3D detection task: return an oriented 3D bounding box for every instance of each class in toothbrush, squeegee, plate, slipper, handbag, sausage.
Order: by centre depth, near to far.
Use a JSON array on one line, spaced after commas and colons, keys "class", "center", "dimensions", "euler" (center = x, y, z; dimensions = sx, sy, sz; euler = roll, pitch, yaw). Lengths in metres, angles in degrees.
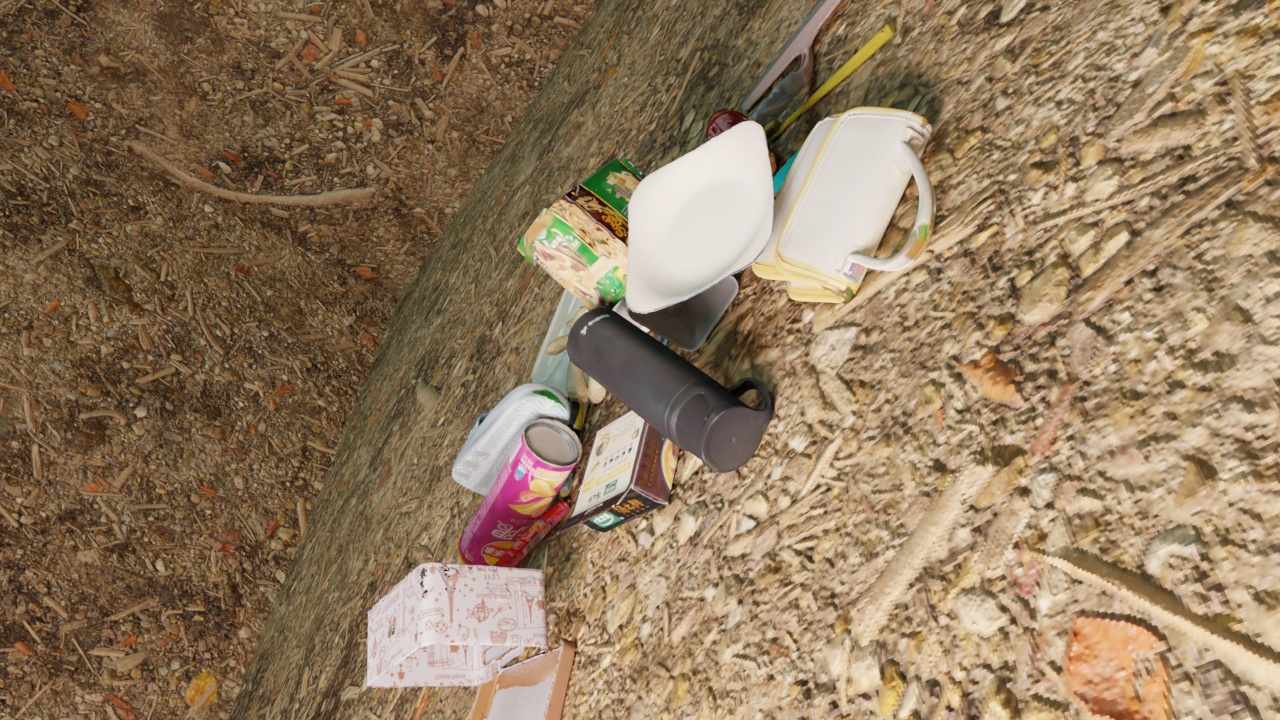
[{"class": "handbag", "center": [0.175, -0.128, 0.743], "dimensions": [0.163, 0.063, 0.179], "euler": [-64, 24, -3]}, {"class": "plate", "center": [0.057, -0.122, 0.828], "dimensions": [0.164, 0.034, 0.164], "euler": [-23, 52, 35]}, {"class": "toothbrush", "center": [0.192, -0.288, 0.960], "dimensions": [0.191, 0.016, 0.015], "euler": [-35, 32, 50]}, {"class": "squeegee", "center": [0.163, -0.307, 0.992], "dimensions": [0.248, 0.040, 0.248], "euler": [-45, 12, 43]}, {"class": "sausage", "center": [-0.125, 0.200, 0.994], "dimensions": [0.155, 0.020, 0.020], "euler": [-43, 6, -38]}, {"class": "slipper", "center": [-0.155, 0.093, 1.109], "dimensions": [0.246, 0.104, 0.074], "euler": [128, 153, -45]}, {"class": "toothbrush", "center": [-0.076, 0.082, 1.111], "dimensions": [0.018, 0.016, 0.190], "euler": [115, 168, -48]}, {"class": "plate", "center": [-0.094, -0.051, 1.300], "dimensions": [0.162, 0.034, 0.265], "euler": [-24, 42, 58]}]

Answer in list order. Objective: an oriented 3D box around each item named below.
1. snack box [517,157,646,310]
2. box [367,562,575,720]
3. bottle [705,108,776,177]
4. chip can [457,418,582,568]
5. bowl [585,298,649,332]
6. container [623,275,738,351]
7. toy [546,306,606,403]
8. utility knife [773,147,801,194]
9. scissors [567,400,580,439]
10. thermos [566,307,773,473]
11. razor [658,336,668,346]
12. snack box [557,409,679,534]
[{"class": "snack box", "center": [-0.037, -0.133, 0.944], "dimensions": [0.118, 0.118, 0.105], "euler": [-38, 13, 53]}, {"class": "box", "center": [-0.166, 0.315, 0.873], "dimensions": [0.184, 0.156, 0.192], "euler": [-43, 44, 46]}, {"class": "bottle", "center": [0.108, -0.244, 1.041], "dimensions": [0.058, 0.057, 0.174], "euler": [-53, 22, 22]}, {"class": "chip can", "center": [-0.140, 0.160, 1.047], "dimensions": [0.211, 0.071, 0.071], "euler": [-57, 20, 34]}, {"class": "bowl", "center": [-0.010, -0.069, 1.086], "dimensions": [0.119, 0.064, 0.118], "euler": [-48, 25, 31]}, {"class": "container", "center": [0.034, -0.081, 0.966], "dimensions": [0.090, 0.090, 0.114], "euler": [-56, 18, 12]}, {"class": "toy", "center": [-0.064, -0.009, 1.156], "dimensions": [0.105, 0.066, 0.157], "euler": [-18, 41, 15]}, {"class": "utility knife", "center": [0.135, -0.177, 0.958], "dimensions": [0.158, 0.013, 0.029], "euler": [-46, 23, 41]}, {"class": "scissors", "center": [-0.103, 0.127, 1.096], "dimensions": [0.160, 0.014, 0.175], "euler": [141, 146, -66]}, {"class": "thermos", "center": [0.025, 0.017, 0.831], "dimensions": [0.089, 0.068, 0.242], "euler": [-28, 33, -20]}, {"class": "razor", "center": [-0.006, 0.006, 1.038], "dimensions": [0.143, 0.022, 0.042], "euler": [-21, 39, 57]}, {"class": "snack box", "center": [-0.017, 0.109, 0.888], "dimensions": [0.114, 0.053, 0.125], "euler": [-35, 33, 49]}]
